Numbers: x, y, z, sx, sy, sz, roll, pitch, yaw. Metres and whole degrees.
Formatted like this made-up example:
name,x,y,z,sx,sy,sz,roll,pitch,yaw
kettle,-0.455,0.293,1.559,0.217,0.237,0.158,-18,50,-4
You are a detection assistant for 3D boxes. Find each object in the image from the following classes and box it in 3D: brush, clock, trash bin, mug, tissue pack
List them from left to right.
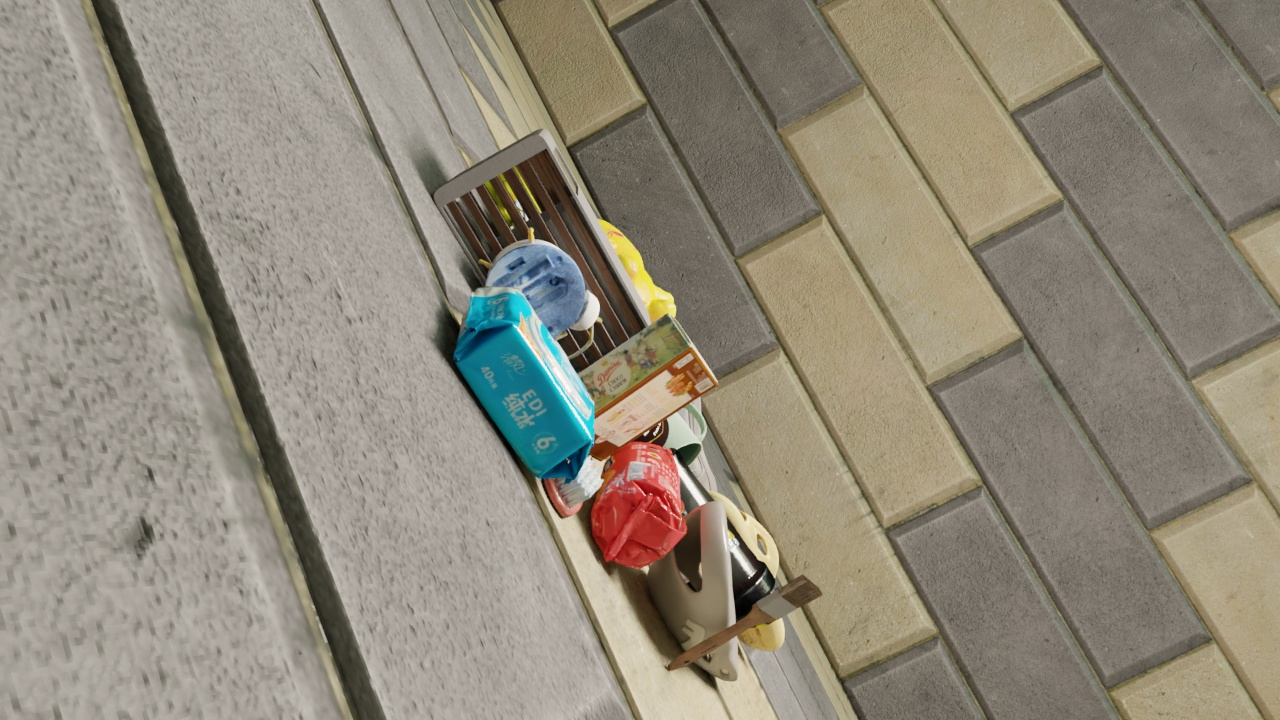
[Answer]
name,x,y,z,sx,sy,sz,roll,pitch,yaw
clock,-0.156,-0.200,1.120,0.083,0.057,0.119,59,13,-50
tissue pack,-0.081,0.016,0.679,0.144,0.062,0.092,60,5,-22
clock,-0.089,-0.052,0.828,0.125,0.089,0.052,59,0,-22
trash bin,-0.089,-0.098,0.906,0.229,0.114,0.114,61,6,-17
brush,-0.048,0.096,0.772,0.041,0.030,0.172,62,5,1
mug,0.027,0.085,1.146,0.104,0.111,0.084,54,-31,26
brush,0.083,0.223,0.765,0.045,0.143,0.008,42,18,-50

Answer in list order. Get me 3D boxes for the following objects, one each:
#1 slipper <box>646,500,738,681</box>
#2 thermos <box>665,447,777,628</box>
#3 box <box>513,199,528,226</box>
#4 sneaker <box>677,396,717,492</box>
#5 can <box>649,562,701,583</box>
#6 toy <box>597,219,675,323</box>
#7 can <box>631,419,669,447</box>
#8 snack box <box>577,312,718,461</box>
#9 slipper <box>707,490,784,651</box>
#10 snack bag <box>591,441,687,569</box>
name,x,y,z,sx,sy,sz,roll,pitch,yaw
slipper,0.049,0.229,0.870,0.266,0.081,0.112,79,10,-53
thermos,0.071,0.209,1.052,0.221,0.098,0.098,56,6,-4
box,-0.094,-0.085,1.091,0.201,0.037,0.152,54,19,-58
sneaker,0.036,0.127,1.220,0.099,0.089,0.236,-29,-114,59
can,0.030,0.193,0.957,0.086,0.043,0.086,61,5,-10
toy,-0.029,-0.103,1.187,0.134,0.087,0.193,41,12,-33
can,-0.020,0.056,1.018,0.128,0.072,0.071,56,8,-50
snack box,-0.008,0.031,0.855,0.041,0.147,0.143,58,5,19
slipper,0.125,0.256,1.170,0.079,0.111,0.261,-43,120,-40
snack bag,0.000,0.123,0.815,0.082,0.082,0.176,61,6,-7
